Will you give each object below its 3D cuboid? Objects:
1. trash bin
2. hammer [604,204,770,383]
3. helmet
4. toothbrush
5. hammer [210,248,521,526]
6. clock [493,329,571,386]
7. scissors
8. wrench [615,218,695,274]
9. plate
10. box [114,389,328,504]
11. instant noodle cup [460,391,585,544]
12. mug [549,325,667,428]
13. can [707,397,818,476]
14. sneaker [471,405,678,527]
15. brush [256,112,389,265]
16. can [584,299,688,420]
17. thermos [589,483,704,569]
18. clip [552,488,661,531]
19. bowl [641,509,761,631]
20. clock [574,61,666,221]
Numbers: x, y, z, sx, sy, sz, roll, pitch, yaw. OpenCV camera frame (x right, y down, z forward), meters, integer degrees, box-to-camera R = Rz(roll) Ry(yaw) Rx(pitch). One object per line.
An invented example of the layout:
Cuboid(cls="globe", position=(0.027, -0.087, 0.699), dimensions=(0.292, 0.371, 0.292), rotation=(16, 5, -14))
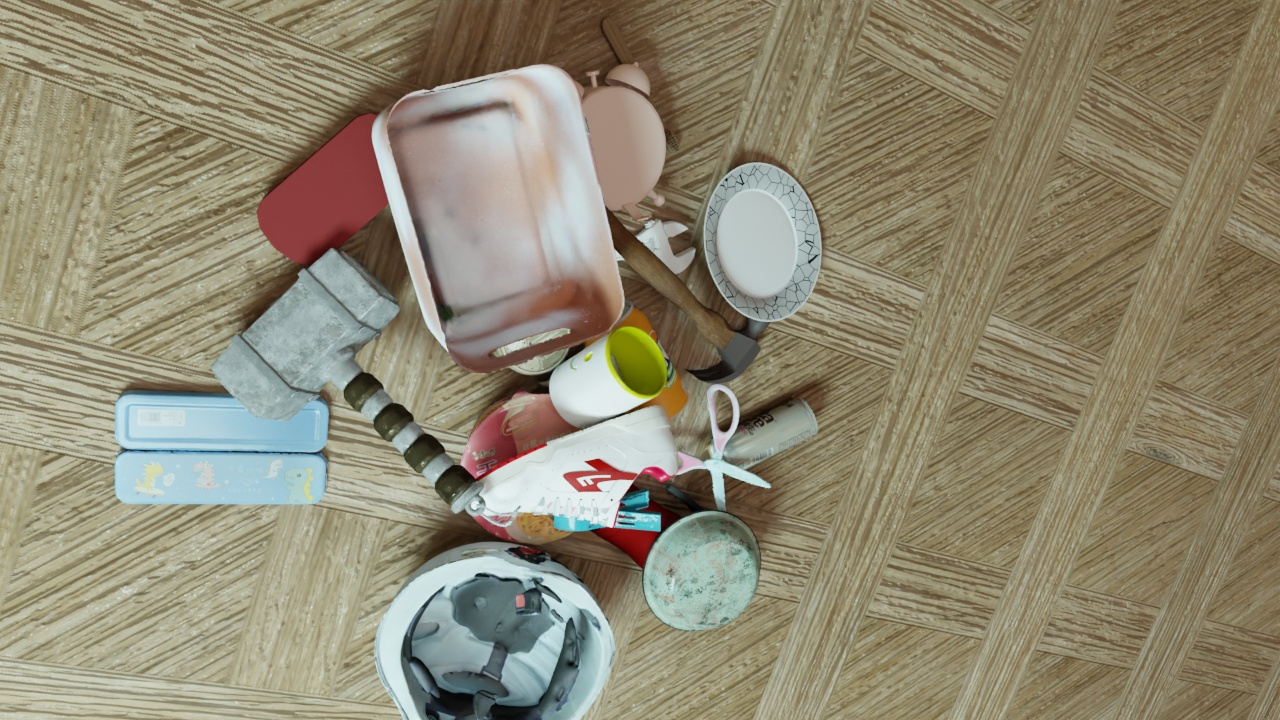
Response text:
Cuboid(cls="trash bin", position=(-0.143, -0.139, 0.899), dimensions=(0.181, 0.157, 0.260), rotation=(-19, 109, -19))
Cuboid(cls="hammer", position=(0.041, -0.075, 1.047), dimensions=(0.115, 0.033, 0.323), rotation=(-52, 133, -1))
Cuboid(cls="helmet", position=(-0.171, 0.310, 1.054), dimensions=(0.264, 0.164, 0.236), rotation=(27, 94, -18))
Cuboid(cls="toothbrush", position=(0.002, -0.306, 1.028), dimensions=(0.016, 0.016, 0.167), rotation=(-36, 113, -9))
Cuboid(cls="hammer", position=(-0.254, 0.056, 0.920), dimensions=(0.326, 0.079, 0.177), rotation=(44, 86, 5))
Cuboid(cls="clock", position=(-0.113, -0.012, 1.045), dimensions=(0.093, 0.054, 0.141), rotation=(-34, 111, -8))
Cuboid(cls="scissors", position=(0.087, 0.107, 1.131), dimensions=(0.170, 0.013, 0.173), rotation=(21, 91, 9))
Cuboid(cls="wrench", position=(-0.066, -0.124, 1.053), dimensions=(0.273, 0.018, 0.066), rotation=(-6, 107, -17))
Cuboid(cls="plate", position=(0.144, -0.141, 1.100), dimensions=(0.188, 0.016, 0.188), rotation=(1, 88, -35))
Cuboid(cls="box", position=(-0.440, 0.096, 0.973), dimensions=(0.208, 0.021, 0.125), rotation=(3, 102, -20))
Cuboid(cls="instant noodle cup", position=(-0.127, 0.114, 1.063), dimensions=(0.178, 0.078, 0.179), rotation=(-6, 107, -20))
Cuboid(cls="mug", position=(-0.036, 0.019, 0.989), dimensions=(0.082, 0.106, 0.082), rotation=(22, 54, -35))
Cuboid(cls="can", position=(0.156, 0.099, 1.175), dimensions=(0.135, 0.054, 0.054), rotation=(-25, 111, -12))
Cuboid(cls="sneaker", position=(-0.065, 0.134, 0.982), dimensions=(0.236, 0.090, 0.104), rotation=(-19, 81, -20))
Cuboid(cls="brush", position=(-0.307, -0.175, 0.936), dimensions=(0.173, 0.042, 0.082), rotation=(-43, 114, -5))
Cuboid(cls="can", position=(-0.006, 0.006, 1.076), dimensions=(0.079, 0.079, 0.142), rotation=(-34, 113, -9))
Cuboid(cls="thermos", position=(0.037, 0.221, 1.151), dimensions=(0.198, 0.084, 0.108), rotation=(39, 76, -23))
Cuboid(cls="clip", position=(-0.042, 0.169, 1.048), dimensions=(0.120, 0.104, 0.027), rotation=(-2, 103, -14))
Cuboid(cls="bowl", position=(0.082, 0.261, 1.105), dimensions=(0.157, 0.038, 0.157), rotation=(-4, 103, -19))
Cuboid(cls="clock", position=(-0.032, -0.231, 0.990), dimensions=(0.130, 0.086, 0.160), rotation=(-22, 109, -28))
